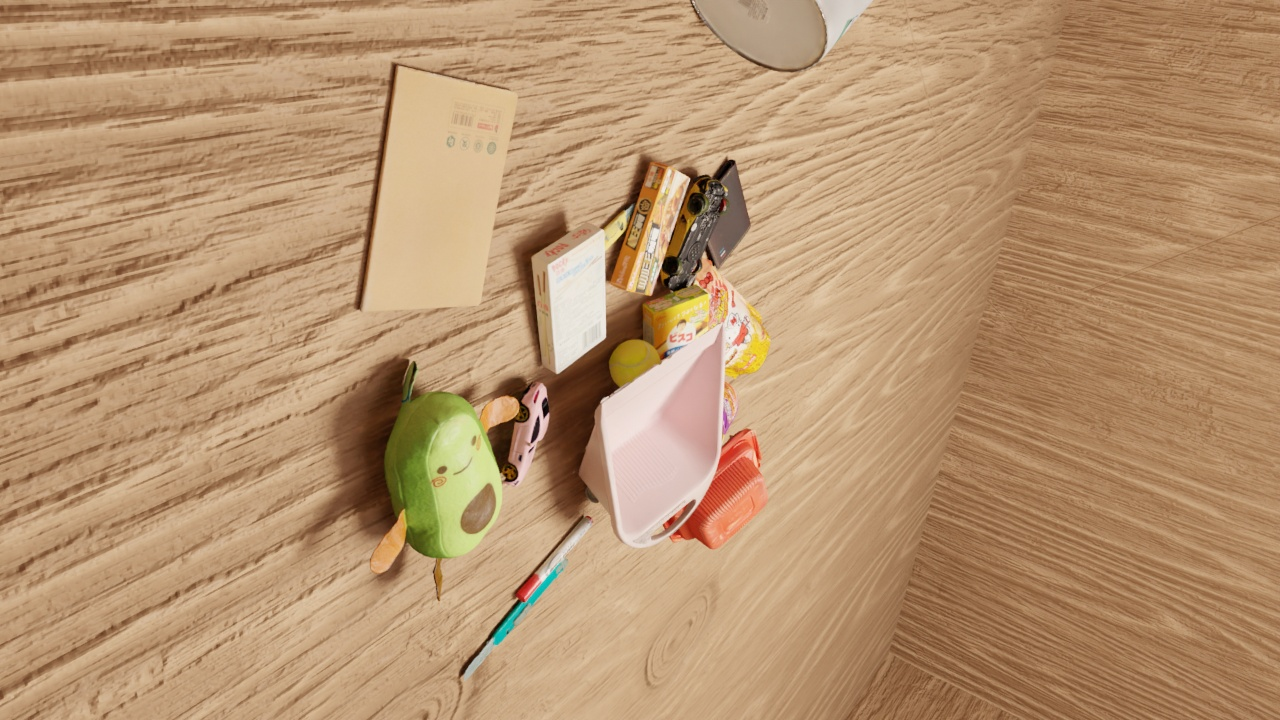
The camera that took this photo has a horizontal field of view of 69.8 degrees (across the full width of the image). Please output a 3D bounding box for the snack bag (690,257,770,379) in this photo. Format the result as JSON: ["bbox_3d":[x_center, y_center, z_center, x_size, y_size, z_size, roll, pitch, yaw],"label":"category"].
[{"bbox_3d":[0.113,-0.051,1.324,0.207,0.073,0.128,32,82,-53],"label":"snack bag"}]

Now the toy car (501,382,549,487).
[{"bbox_3d":[-0.125,0.083,1.017,0.056,0.037,0.122,-58,162,-72],"label":"toy car"}]

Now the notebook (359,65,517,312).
[{"bbox_3d":[-0.178,-0.146,0.822,0.147,0.008,0.208,-10,117,-56],"label":"notebook"}]

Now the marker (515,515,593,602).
[{"bbox_3d":[-0.110,0.256,1.193,0.144,0.017,0.017,-46,144,-34],"label":"marker"}]

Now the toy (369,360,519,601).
[{"bbox_3d":[-0.189,0.120,0.900,0.226,0.090,0.247,-57,154,-37],"label":"toy"}]

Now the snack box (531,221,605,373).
[{"bbox_3d":[-0.075,-0.066,1.005,0.084,0.027,0.157,-38,145,-34],"label":"snack box"}]

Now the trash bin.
[{"bbox_3d":[0.194,-0.476,1.015,0.251,0.230,0.229,-55,148,-13],"label":"trash bin"}]

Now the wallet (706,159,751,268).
[{"bbox_3d":[0.113,-0.199,1.259,0.096,0.020,0.122,-55,146,-22],"label":"wallet"}]

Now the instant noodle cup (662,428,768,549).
[{"bbox_3d":[0.119,0.199,1.340,0.188,0.079,0.164,-41,150,-9],"label":"instant noodle cup"}]

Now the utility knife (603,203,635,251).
[{"bbox_3d":[-0.054,-0.127,1.039,0.164,0.018,0.031,-53,154,-33],"label":"utility knife"}]

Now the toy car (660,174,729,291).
[{"bbox_3d":[0.065,-0.161,1.176,0.071,0.041,0.156,-12,128,-56],"label":"toy car"}]

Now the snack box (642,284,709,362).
[{"bbox_3d":[0.047,-0.025,1.219,0.086,0.034,0.141,-21,130,-25],"label":"snack box"}]

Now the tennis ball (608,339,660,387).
[{"bbox_3d":[-0.007,0.007,1.147,0.065,0.065,0.066,-37,138,-43],"label":"tennis ball"}]

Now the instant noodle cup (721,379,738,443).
[{"bbox_3d":[0.085,0.073,1.310,0.099,0.112,0.112,-37,139,-56],"label":"instant noodle cup"}]

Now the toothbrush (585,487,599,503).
[{"bbox_3d":[0.001,0.138,1.286,0.220,0.027,0.026,-31,113,-46],"label":"toothbrush"}]

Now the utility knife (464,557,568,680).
[{"bbox_3d":[-0.155,0.323,1.166,0.204,0.013,0.029,-47,144,-33],"label":"utility knife"}]

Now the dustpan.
[{"bbox_3d":[0.040,0.111,1.155,0.222,0.139,0.274,-34,163,-32],"label":"dustpan"}]

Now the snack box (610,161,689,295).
[{"bbox_3d":[0.013,-0.156,1.103,0.075,0.026,0.154,1,109,-66],"label":"snack box"}]
